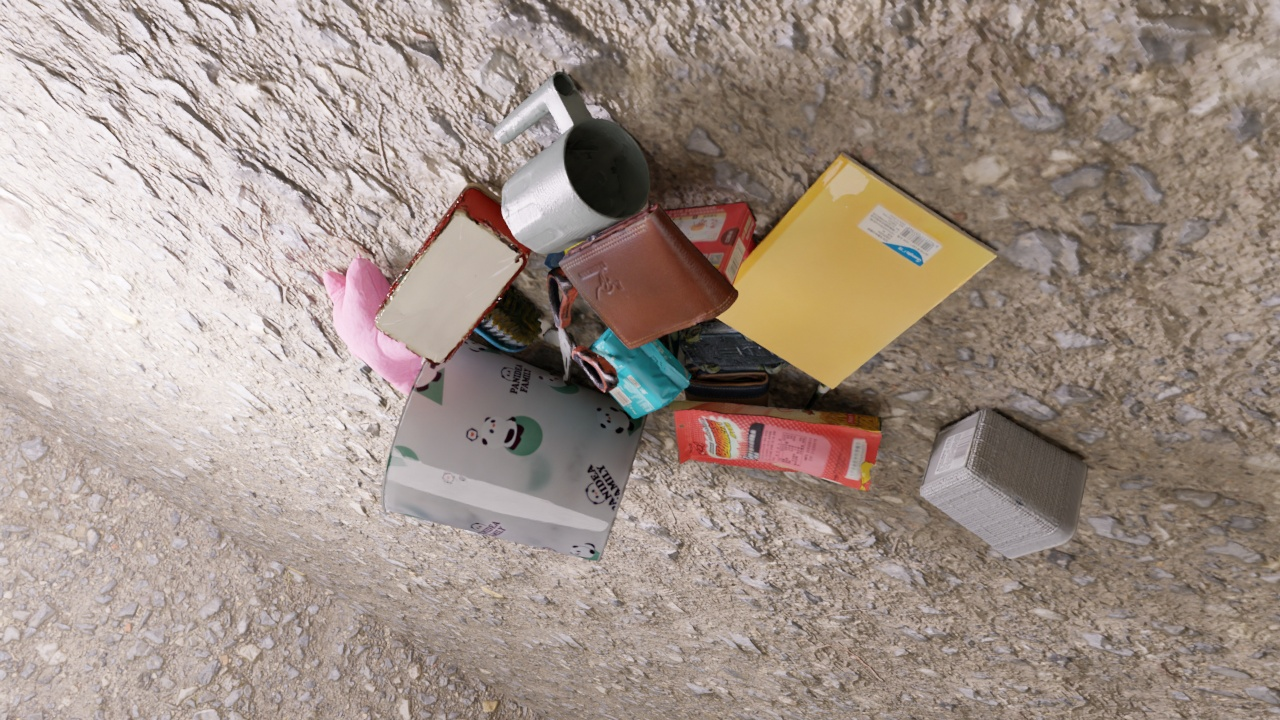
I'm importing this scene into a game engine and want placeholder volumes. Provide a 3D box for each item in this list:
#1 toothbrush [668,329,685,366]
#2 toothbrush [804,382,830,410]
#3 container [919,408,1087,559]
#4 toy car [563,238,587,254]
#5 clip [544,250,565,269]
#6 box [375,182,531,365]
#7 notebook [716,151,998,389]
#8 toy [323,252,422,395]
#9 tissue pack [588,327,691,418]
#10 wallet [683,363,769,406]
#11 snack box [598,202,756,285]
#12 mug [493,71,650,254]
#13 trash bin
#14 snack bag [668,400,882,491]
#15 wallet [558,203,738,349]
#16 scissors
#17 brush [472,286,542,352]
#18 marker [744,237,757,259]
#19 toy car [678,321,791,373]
[{"bbox_3d":[0.031,-0.041,0.890,0.016,0.018,0.192,2,140,9],"label":"toothbrush"},{"bbox_3d":[0.186,0.022,0.896,0.017,0.012,0.186,17,149,1],"label":"toothbrush"},{"bbox_3d":[0.335,0.113,0.859,0.114,0.090,0.090,32,148,-6],"label":"container"},{"bbox_3d":[-0.030,-0.083,0.867,0.105,0.032,0.048,37,148,-17],"label":"toy car"},{"bbox_3d":[-0.064,-0.089,0.891,0.058,0.025,0.036,34,155,-25],"label":"clip"},{"bbox_3d":[-0.180,-0.077,0.876,0.091,0.078,0.169,35,121,-17],"label":"box"},{"bbox_3d":[0.161,-0.063,0.751,0.146,0.010,0.207,30,139,-9],"label":"notebook"},{"bbox_3d":[-0.301,-0.042,1.060,0.195,0.074,0.179,29,140,35],"label":"toy"},{"bbox_3d":[-0.005,0.005,0.926,0.093,0.050,0.134,47,162,-4],"label":"tissue pack"},{"bbox_3d":[0.091,0.044,0.964,0.090,0.033,0.115,1,145,10],"label":"wallet"},{"bbox_3d":[0.017,-0.092,0.777,0.153,0.075,0.025,0,143,34],"label":"snack box"},{"bbox_3d":[-0.064,-0.156,0.747,0.104,0.083,0.124,-19,102,51],"label":"mug"},{"bbox_3d":[-0.137,0.107,1.068,0.252,0.229,0.230,17,149,0],"label":"trash bin"},{"bbox_3d":[0.135,0.084,0.937,0.208,0.073,0.129,7,150,11],"label":"snack bag"},{"bbox_3d":[0.004,-0.065,0.727,0.125,0.032,0.101,-20,121,46],"label":"wallet"},{"bbox_3d":[-0.070,-0.022,0.926,0.226,0.015,0.189,40,153,52],"label":"scissors"},{"bbox_3d":[-0.175,-0.060,0.981,0.144,0.055,0.074,41,144,-26],"label":"brush"},{"bbox_3d":[0.127,-0.055,0.814,0.017,0.017,0.145,-6,138,41],"label":"marker"},{"bbox_3d":[0.093,-0.016,0.878,0.121,0.036,0.054,-4,136,40],"label":"toy car"}]
